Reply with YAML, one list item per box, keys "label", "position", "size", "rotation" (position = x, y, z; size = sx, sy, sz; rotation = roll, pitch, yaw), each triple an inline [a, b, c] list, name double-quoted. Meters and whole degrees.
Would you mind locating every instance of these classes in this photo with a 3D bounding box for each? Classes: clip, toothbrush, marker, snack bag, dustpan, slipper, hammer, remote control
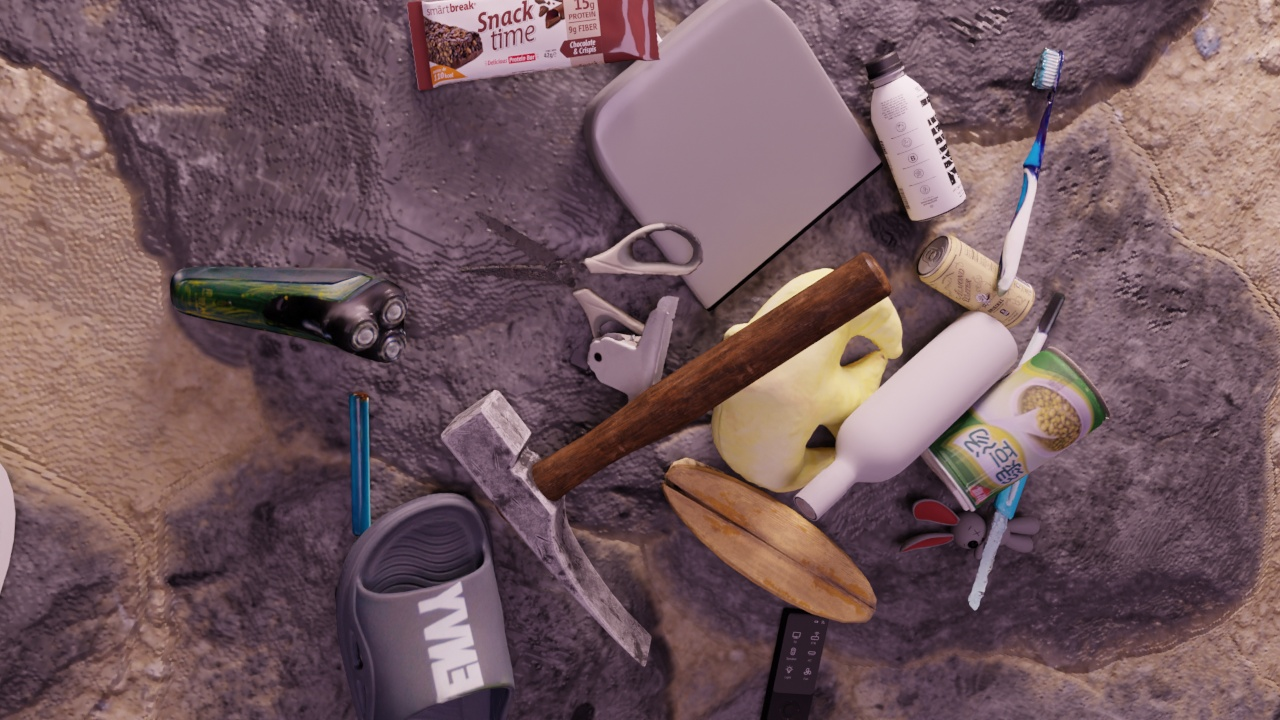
- label: "clip"
  position: [-0.004, 0.004, 0.630]
  size: [0.052, 0.058, 0.102]
  rotation: [-2, 116, -29]
- label: "toothbrush"
  position: [0.276, -0.136, 0.655]
  size: [0.017, 0.016, 0.189]
  rotation: [15, 83, -3]
- label: "marker"
  position: [0.290, 0.017, 0.708]
  size: [0.011, 0.011, 0.152]
  rotation: [23, 95, -14]
- label: "snack bag"
  position: [-0.069, -0.208, 0.578]
  size: [0.158, 0.013, 0.057]
  rotation: [-4, 98, 8]
- label: "dustpan"
  position: [0.031, -0.182, 0.616]
  size: [0.163, 0.033, 0.257]
  rotation: [-40, 113, 0]
- label: "slipper"
  position: [-0.140, 0.225, 0.620]
  size: [0.110, 0.083, 0.268]
  rotation: [-6, 105, -24]
- label: "hammer"
  position: [0.047, 0.055, 0.599]
  size: [0.301, 0.037, 0.217]
  rotation: [-33, 101, 18]
- label: "remote control"
  position: [0.116, 0.268, 0.720]
  size: [0.034, 0.013, 0.150]
  rotation: [8, 99, -12]

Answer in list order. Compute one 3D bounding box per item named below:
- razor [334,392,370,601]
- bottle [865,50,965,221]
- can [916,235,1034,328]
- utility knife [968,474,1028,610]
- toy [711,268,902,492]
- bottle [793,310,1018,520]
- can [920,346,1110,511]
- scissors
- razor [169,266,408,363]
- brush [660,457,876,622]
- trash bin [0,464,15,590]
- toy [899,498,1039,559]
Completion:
- label: "razor"
  position: [-0.191, 0.093, 0.629]
  size: [0.042, 0.022, 0.144]
  rotation: [-3, 97, -28]
- label: "bottle"
  position: [0.188, -0.157, 0.641]
  size: [0.041, 0.041, 0.116]
  rotation: [-27, 104, -5]
- label: "can"
  position: [0.244, -0.057, 0.671]
  size: [0.079, 0.038, 0.038]
  rotation: [28, 94, -14]
- label: "utility knife"
  position: [0.282, 0.105, 0.700]
  size: [0.022, 0.015, 0.178]
  rotation: [20, 83, -4]
- label: "toy"
  position: [0.112, 0.012, 0.646]
  size: [0.154, 0.064, 0.170]
  rotation: [17, 101, -31]
- label: "bottle"
  position: [0.182, 0.042, 0.643]
  size: [0.195, 0.052, 0.052]
  rotation: [-38, 105, -19]
- label: "can"
  position: [0.269, 0.051, 0.671]
  size: [0.121, 0.067, 0.067]
  rotation: [-37, 105, 8]
- label: "scissors"
  position: [-0.031, -0.056, 0.626]
  size: [0.166, 0.012, 0.157]
  rotation: [-28, 110, 7]
- label: "razor"
  position: [-0.222, -0.033, 0.578]
  size: [0.151, 0.067, 0.054]
  rotation: [8, 110, -4]
- label: "brush"
  position: [0.096, 0.134, 0.676]
  size: [0.195, 0.043, 0.059]
  rotation: [35, 91, -13]
- label: "trash bin"
  position: [-0.506, 0.113, 0.500]
  size: [0.199, 0.195, 0.195]
  rotation: [15, 97, -3]
- label: "toy"
  position: [0.255, 0.132, 0.712]
  size: [0.111, 0.030, 0.049]
  rotation: [6, 110, -11]
